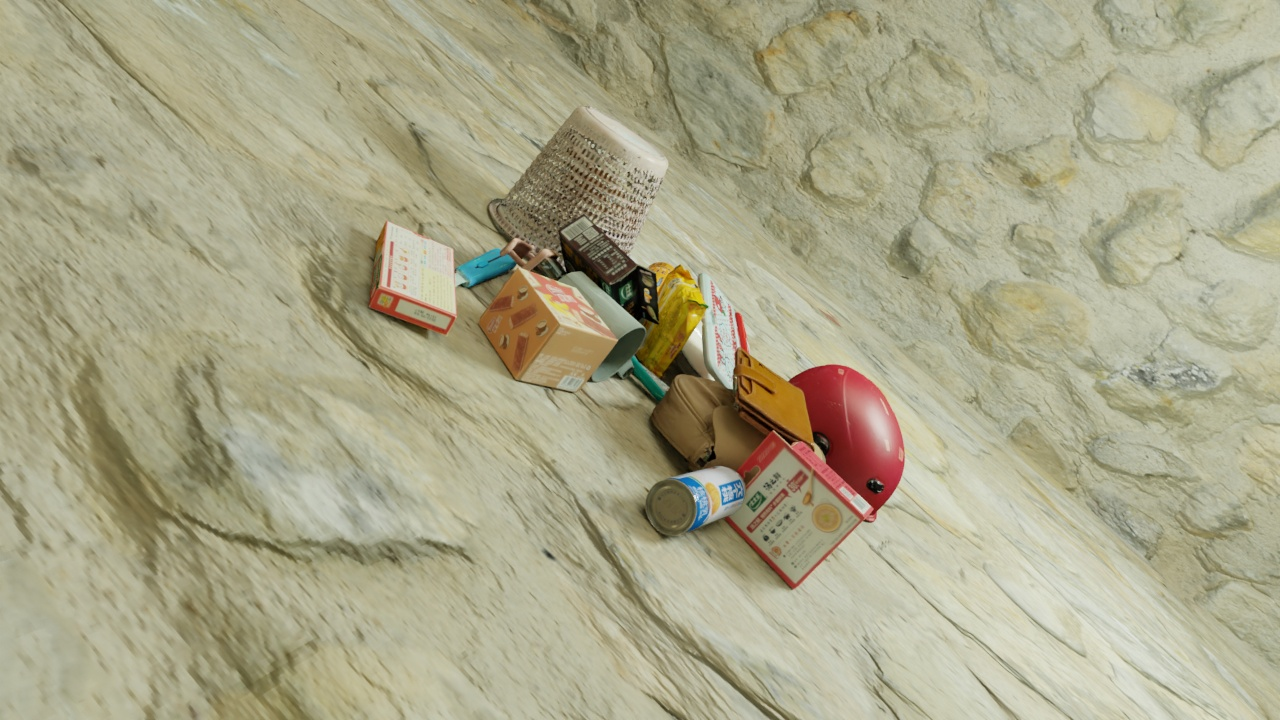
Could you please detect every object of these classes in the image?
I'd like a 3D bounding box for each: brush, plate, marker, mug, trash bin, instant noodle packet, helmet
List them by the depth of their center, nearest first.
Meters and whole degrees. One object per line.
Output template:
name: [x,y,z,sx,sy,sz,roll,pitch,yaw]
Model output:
mug: [-0.056,-0.033,1.065,0.103,0.083,0.124,44,-8,17]
brush: [-0.127,-0.111,1.090,0.073,0.063,0.145,48,6,-4]
marker: [0.025,0.033,1.142,0.146,0.017,0.016,40,18,1]
instant noodle packet: [0.037,-0.049,1.178,0.044,0.129,0.110,20,24,-24]
plate: [0.083,-0.013,1.287,0.163,0.034,0.164,37,31,-38]
trash bin: [-0.071,-0.239,1.294,0.227,0.192,0.227,30,19,-12]
helmet: [0.303,0.101,1.334,0.206,0.144,0.240,17,29,-53]

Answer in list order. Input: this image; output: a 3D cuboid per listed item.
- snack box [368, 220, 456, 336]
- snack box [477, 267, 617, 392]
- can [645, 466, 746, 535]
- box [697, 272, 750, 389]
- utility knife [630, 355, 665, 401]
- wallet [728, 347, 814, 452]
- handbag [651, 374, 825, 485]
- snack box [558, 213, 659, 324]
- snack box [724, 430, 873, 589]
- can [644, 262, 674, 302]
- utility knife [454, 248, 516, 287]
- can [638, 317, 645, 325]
snack box: [-0.222,-0.084,0.903,0.077,0.027,0.155,22,24,-23]
snack box: [-0.097,-0.031,0.956,0.092,0.077,0.094,15,29,-51]
can: [0.058,0.136,0.902,0.053,0.053,0.134,46,19,20]
box: [0.118,-0.007,1.201,0.200,0.050,0.161,-91,157,-49]
utility knife: [-0.007,0.007,1.119,0.178,0.013,0.029,50,-22,4]
wallet: [0.140,0.043,1.022,0.119,0.035,0.130,38,22,-12]
handbag: [0.118,0.090,1.055,0.204,0.100,0.147,24,19,-28]
snack box: [-0.038,-0.098,1.106,0.125,0.053,0.113,47,-18,25]
snack box: [0.156,0.152,0.958,0.127,0.113,0.044,45,23,15]
can: [0.014,-0.090,1.306,0.058,0.058,0.145,38,30,-4]
utility knife: [-0.188,-0.101,1.044,0.034,0.018,0.207,40,19,-1]
can: [-0.039,-0.081,1.207,0.066,0.067,0.093,18,28,-48]
